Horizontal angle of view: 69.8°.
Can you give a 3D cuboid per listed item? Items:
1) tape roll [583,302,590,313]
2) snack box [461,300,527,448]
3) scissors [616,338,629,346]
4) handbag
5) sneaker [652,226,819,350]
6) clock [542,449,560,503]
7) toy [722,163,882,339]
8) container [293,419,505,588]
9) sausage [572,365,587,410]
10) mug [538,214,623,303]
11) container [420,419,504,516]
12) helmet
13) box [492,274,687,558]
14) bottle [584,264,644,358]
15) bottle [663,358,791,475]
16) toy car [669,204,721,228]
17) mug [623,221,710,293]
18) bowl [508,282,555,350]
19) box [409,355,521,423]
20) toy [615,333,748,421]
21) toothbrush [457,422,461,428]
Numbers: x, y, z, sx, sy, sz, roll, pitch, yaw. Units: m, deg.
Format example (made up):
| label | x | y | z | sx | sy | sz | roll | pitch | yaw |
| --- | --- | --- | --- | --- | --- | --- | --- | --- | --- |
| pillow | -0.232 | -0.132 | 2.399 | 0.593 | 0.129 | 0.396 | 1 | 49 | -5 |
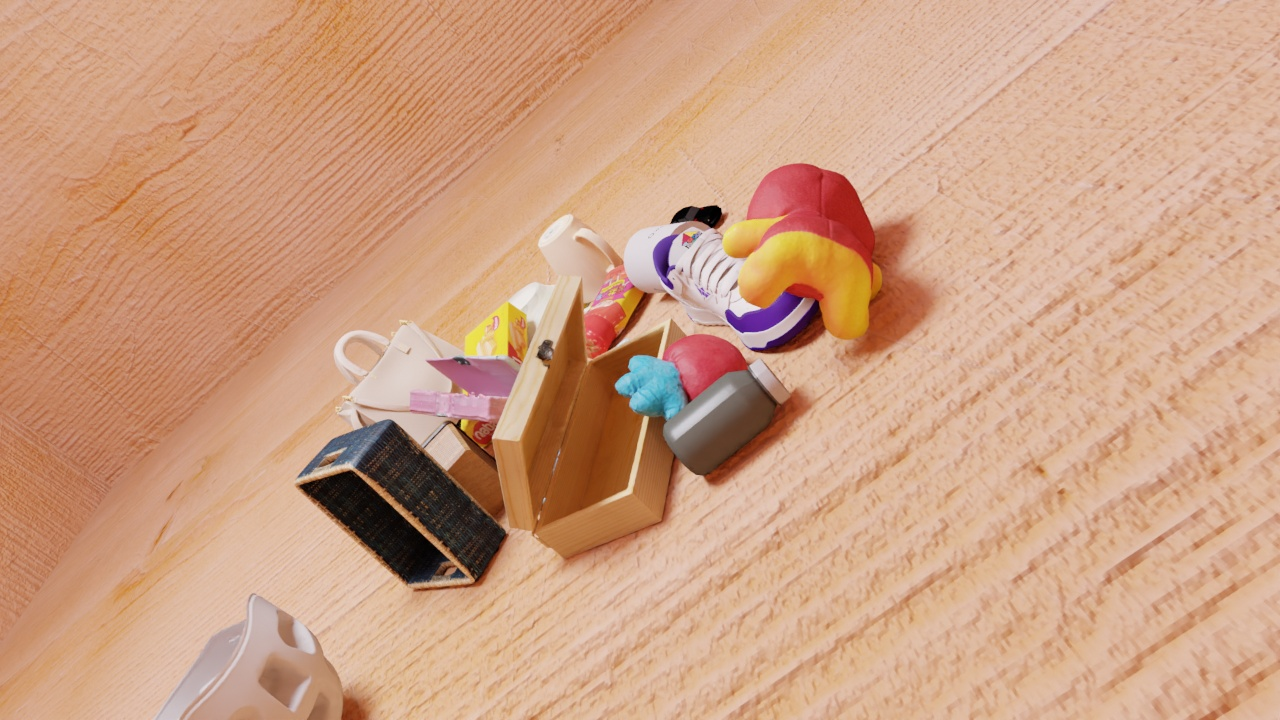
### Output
| label | x | y | z | sx | sy | sz | roll | pitch | yaw |
| --- | --- | --- | --- | --- | --- | --- | --- | --- | --- |
| tape roll | -0.055 | -0.094 | 1.293 | 0.094 | 0.019 | 0.093 | -34 | 25 | 19 |
| snack box | -0.198 | 0.016 | 1.248 | 0.092 | 0.042 | 0.200 | -37 | 37 | 24 |
| scissors | -0.019 | 0.010 | 1.070 | 0.109 | 0.018 | 0.130 | -2 | 48 | 55 |
| handbag | -0.346 | 0.033 | 1.304 | 0.102 | 0.198 | 0.194 | -40 | 19 | 47 |
| sneaker | 0.087 | -0.088 | 0.946 | 0.091 | 0.111 | 0.244 | -47 | 24 | -9 |
| clock | -0.093 | 0.108 | 1.002 | 0.088 | 0.042 | 0.122 | -22 | 37 | 40 |
| toy | 0.157 | -0.110 | 0.843 | 0.099 | 0.147 | 0.215 | -60 | 7 | 32 |
| container | -0.256 | 0.157 | 0.984 | 0.146 | 0.187 | 0.071 | -18 | 31 | 44 |
| sausage | -0.107 | 0.067 | 1.083 | 0.155 | 0.040 | 0.040 | -48 | 24 | -9 |
| mug | -0.076 | -0.145 | 1.254 | 0.112 | 0.104 | 0.085 | -6 | 44 | 55 |
| container | -0.195 | 0.129 | 1.042 | 0.063 | 0.114 | 0.061 | -47 | 37 | -8 |
| helmet | -0.421 | 0.366 | 0.899 | 0.283 | 0.184 | 0.223 | -26 | 23 | 19 |
| box | -0.055 | 0.053 | 0.915 | 0.142 | 0.179 | 0.247 | -50 | 16 | 39 |
| bottle | -0.040 | -0.062 | 1.181 | 0.072 | 0.048 | 0.133 | -15 | 37 | 45 |
| bottle | 0.076 | 0.048 | 0.803 | 0.108 | 0.060 | 0.060 | -40 | 24 | 8 |
| toy car | 0.069 | -0.188 | 1.233 | 0.092 | 0.036 | 0.042 | -15 | 36 | 47 |
| mug | 0.054 | -0.130 | 1.124 | 0.119 | 0.083 | 0.096 | -22 | 14 | -27 |
| bowl | -0.166 | -0.067 | 1.373 | 0.177 | 0.058 | 0.176 | -34 | 25 | 19 |
| box | -0.186 | 0.030 | 1.077 | 0.233 | 0.099 | 0.080 | -1 | 86 | 56 |
| toy | 0.043 | 0.018 | 0.870 | 0.132 | 0.062 | 0.092 | -21 | 36 | -22 |
| toothbrush | -0.185 | 0.055 | 1.252 | 0.190 | 0.017 | 0.016 | -28 | 29 | 30 |
